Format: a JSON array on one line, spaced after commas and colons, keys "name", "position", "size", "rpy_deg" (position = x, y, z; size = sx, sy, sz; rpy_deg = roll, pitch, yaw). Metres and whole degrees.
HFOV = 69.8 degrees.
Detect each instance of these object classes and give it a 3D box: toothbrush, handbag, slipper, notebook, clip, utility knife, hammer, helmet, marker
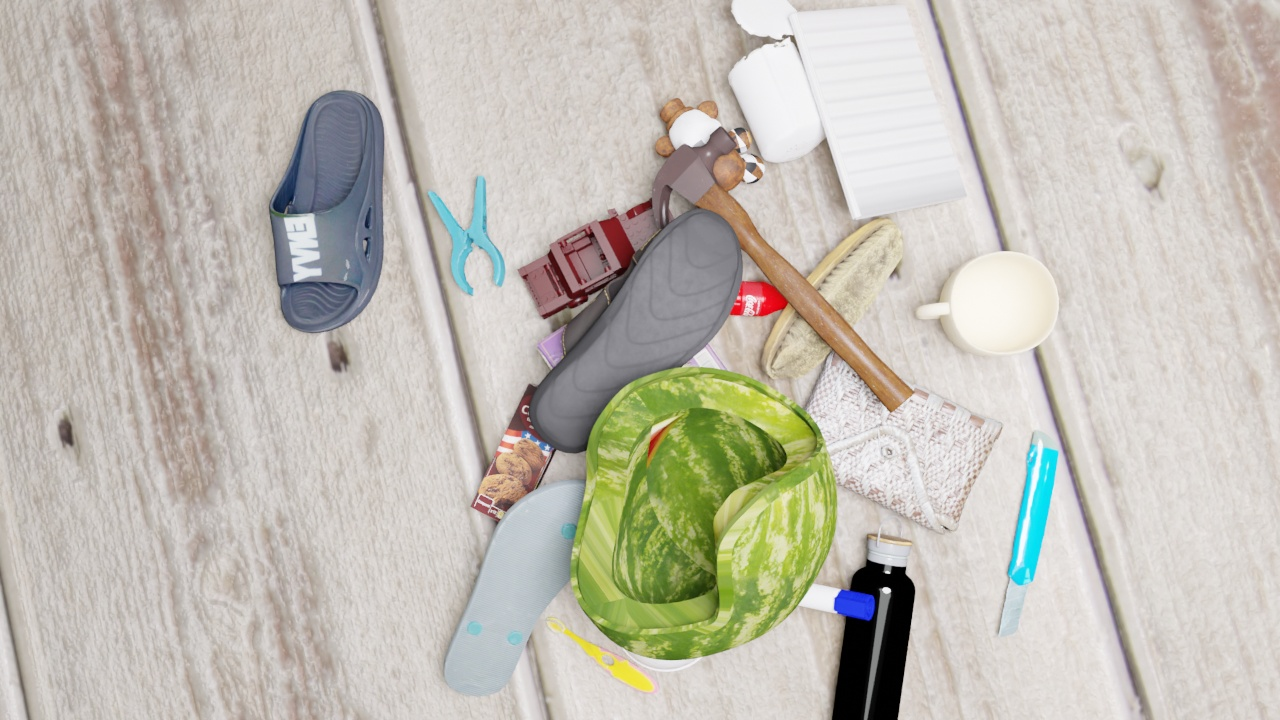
[{"name": "toothbrush", "position": [-0.040, 0.303, 0.943], "size": [0.135, 0.016, 0.021], "rpy_deg": [31, 86, 8]}, {"name": "handbag", "position": [0.247, 0.080, 0.904], "size": [0.186, 0.047, 0.124], "rpy_deg": [25, 90, 7]}, {"name": "slipper", "position": [-0.004, -0.027, 0.871], "size": [0.113, 0.075, 0.268], "rpy_deg": [39, 93, -3]}, {"name": "notebook", "position": [0.236, -0.249, 0.905], "size": [0.142, 0.009, 0.209], "rpy_deg": [-14, 85, -24]}, {"name": "slipper", "position": [-0.331, -0.163, 0.970], "size": [0.111, 0.083, 0.268], "rpy_deg": [5, 86, 5]}, {"name": "clip", "position": [-0.196, -0.127, 0.979], "size": [0.114, 0.028, 0.127], "rpy_deg": [-26, 84, 7]}, {"name": "utility knife", "position": [0.378, 0.171, 0.898], "size": [0.031, 0.015, 0.205], "rpy_deg": [13, 85, 8]}, {"name": "hammer", "position": [0.135, -0.079, 0.871], "size": [0.115, 0.033, 0.323], "rpy_deg": [-45, 78, 17]}, {"name": "slipper", "position": [-0.128, 0.220, 0.928], "size": [0.098, 0.054, 0.269], "rpy_deg": [25, 104, -23]}, {"name": "helmet", "position": [0.059, 0.145, 0.829], "size": [0.213, 0.242, 0.248], "rpy_deg": [38, 121, 33]}, {"name": "marker", "position": [0.157, 0.226, 0.888], "size": [0.133, 0.027, 0.023], "rpy_deg": [3, 88, 35]}]

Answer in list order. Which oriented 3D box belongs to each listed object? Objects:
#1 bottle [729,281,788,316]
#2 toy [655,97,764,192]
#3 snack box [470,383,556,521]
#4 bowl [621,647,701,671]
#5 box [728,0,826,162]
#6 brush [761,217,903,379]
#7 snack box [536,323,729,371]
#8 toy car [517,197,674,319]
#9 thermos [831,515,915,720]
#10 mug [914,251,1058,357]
[{"name": "bottle", "position": [0.108, -0.063, 0.930], "size": [0.119, 0.036, 0.036], "rpy_deg": [2, 87, -5]}, {"name": "toy", "position": [0.065, -0.216, 0.936], "size": [0.087, 0.067, 0.112], "rpy_deg": [-40, 74, 3]}, {"name": "snack box", "position": [-0.121, 0.099, 0.955], "size": [0.051, 0.031, 0.141], "rpy_deg": [26, 90, 7]}, {"name": "bowl", "position": [0.023, 0.263, 0.925], "size": [0.110, 0.040, 0.110], "rpy_deg": [0, 87, 7]}, {"name": "box", "position": [0.132, -0.287, 0.916], "size": [0.083, 0.092, 0.166], "rpy_deg": [-22, 82, -17]}, {"name": "brush", "position": [0.190, -0.058, 0.907], "size": [0.059, 0.043, 0.195], "rpy_deg": [37, 95, -30]}, {"name": "snack box", "position": [-0.005, 0.005, 0.927], "size": [0.148, 0.040, 0.143], "rpy_deg": [-34, 84, -7]}, {"name": "toy car", "position": [-0.042, -0.108, 0.940], "size": [0.170, 0.062, 0.070], "rpy_deg": [-27, 84, 5]}, {"name": "thermos", "position": [0.229, 0.265, 0.889], "size": [0.061, 0.061, 0.231], "rpy_deg": [8, 88, 7]}, {"name": "mug", "position": [0.322, -0.050, 0.874], "size": [0.120, 0.099, 0.096], "rpy_deg": [-5, 88, 9]}]
